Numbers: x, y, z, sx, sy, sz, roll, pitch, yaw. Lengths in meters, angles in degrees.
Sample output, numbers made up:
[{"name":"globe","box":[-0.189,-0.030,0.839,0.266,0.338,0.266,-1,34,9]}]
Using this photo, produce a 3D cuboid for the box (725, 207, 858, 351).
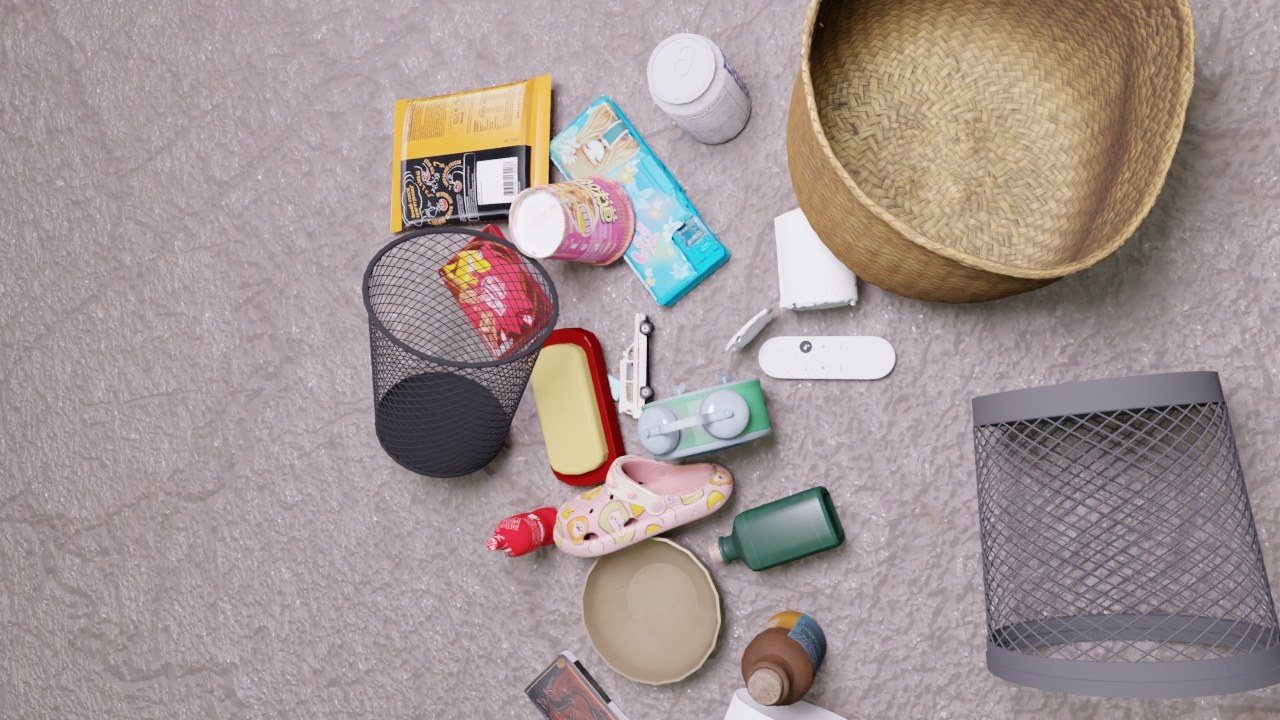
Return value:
[{"name":"box","box":[0.145,-0.081,0.916,0.142,0.083,0.140,-7,87,13]}]

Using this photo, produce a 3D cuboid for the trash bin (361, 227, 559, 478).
[{"name":"trash bin","box":[-0.194,0.004,0.945,0.184,0.183,0.211,39,138,16]}]

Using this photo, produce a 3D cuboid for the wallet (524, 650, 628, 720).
[{"name":"wallet","box":[-0.066,0.388,1.008,0.072,0.019,0.123,-46,75,8]}]

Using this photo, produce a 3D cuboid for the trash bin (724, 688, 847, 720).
[{"name":"trash bin","box":[0.126,0.432,0.864,0.196,0.195,0.199,14,84,19]}]

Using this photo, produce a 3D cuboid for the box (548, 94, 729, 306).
[{"name":"box","box":[-0.006,-0.173,0.988,0.094,0.041,0.226,-39,77,16]}]

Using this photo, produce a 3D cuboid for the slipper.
[{"name":"slipper","box":[-0.005,0.134,0.949,0.197,0.093,0.081,-19,109,9]}]

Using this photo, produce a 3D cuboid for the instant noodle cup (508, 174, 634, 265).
[{"name":"instant noodle cup","box":[-0.075,-0.142,0.941,0.098,0.108,0.098,7,103,31]}]

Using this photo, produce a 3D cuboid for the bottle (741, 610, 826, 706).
[{"name":"bottle","box":[0.132,0.287,0.868,0.068,0.156,0.068,-1,88,19]}]

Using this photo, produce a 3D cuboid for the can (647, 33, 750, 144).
[{"name":"can","box":[0.059,-0.270,0.917,0.078,0.136,0.078,-1,88,19]}]

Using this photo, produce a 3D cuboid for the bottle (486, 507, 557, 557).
[{"name":"bottle","box":[-0.123,0.183,0.968,0.042,0.141,0.042,-1,88,19]}]

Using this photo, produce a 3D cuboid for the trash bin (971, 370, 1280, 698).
[{"name":"trash bin","box":[0.386,0.135,0.758,0.218,0.217,0.227,-8,82,19]}]

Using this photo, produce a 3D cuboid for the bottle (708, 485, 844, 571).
[{"name":"bottle","box":[0.131,0.175,0.921,0.131,0.061,0.061,-22,79,17]}]

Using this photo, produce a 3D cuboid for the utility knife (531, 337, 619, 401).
[{"name":"utility knife","box":[-0.071,0.005,1.022,0.126,0.015,0.022,31,105,20]}]

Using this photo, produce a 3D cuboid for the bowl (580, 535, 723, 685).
[{"name":"bowl","box":[0.016,0.257,0.965,0.152,0.050,0.152,-1,89,19]}]

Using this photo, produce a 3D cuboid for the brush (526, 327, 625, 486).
[{"name":"brush","box":[-0.074,0.051,0.994,0.082,0.041,0.173,-12,92,24]}]

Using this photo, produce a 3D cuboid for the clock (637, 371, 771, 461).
[{"name":"clock","box":[0.059,0.054,0.896,0.122,0.161,0.075,-15,85,18]}]

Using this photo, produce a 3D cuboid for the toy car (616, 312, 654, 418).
[{"name":"toy car","box":[-0.006,0.006,0.984,0.039,0.039,0.113,0,89,8]}]

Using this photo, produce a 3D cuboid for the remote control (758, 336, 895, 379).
[{"name":"remote control","box":[0.188,-0.003,0.931,0.137,0.013,0.043,0,89,19]}]

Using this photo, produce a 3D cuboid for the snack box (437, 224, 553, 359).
[{"name":"snack box","box":[-0.165,-0.077,1.052,0.089,0.021,0.133,-39,77,15]}]

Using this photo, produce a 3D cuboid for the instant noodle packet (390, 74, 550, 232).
[{"name":"instant noodle packet","box":[-0.198,-0.234,1.051,0.221,0.032,0.160,0,87,27]}]

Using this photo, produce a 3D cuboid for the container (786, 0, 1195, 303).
[{"name":"container","box":[0.271,-0.203,0.782,0.307,0.196,0.306,0,82,0]}]
